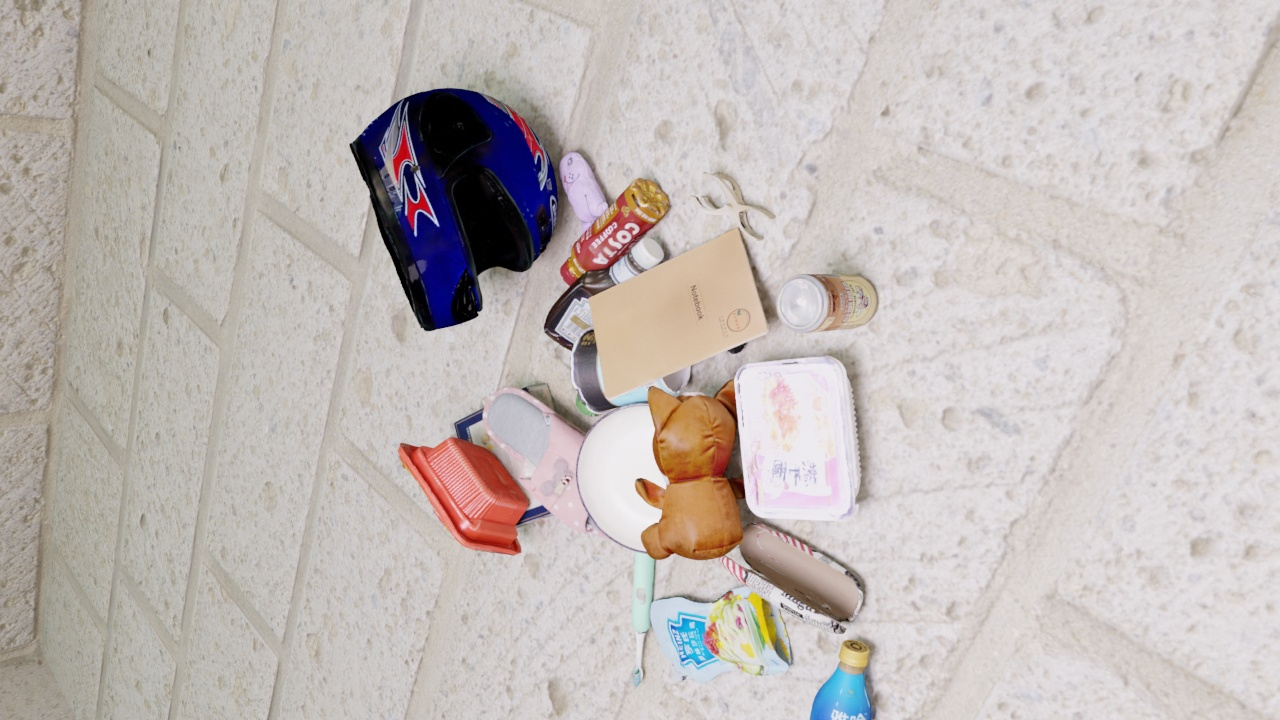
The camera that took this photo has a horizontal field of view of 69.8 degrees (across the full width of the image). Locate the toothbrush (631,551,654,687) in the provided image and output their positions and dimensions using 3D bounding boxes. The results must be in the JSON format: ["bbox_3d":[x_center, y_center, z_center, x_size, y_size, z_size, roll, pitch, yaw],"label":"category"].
[{"bbox_3d":[0.002,0.319,1.201,0.026,0.027,0.224,5,99,14],"label":"toothbrush"}]

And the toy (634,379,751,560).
[{"bbox_3d":[0.060,0.123,1.042,0.131,0.140,0.199,11,106,57],"label":"toy"}]

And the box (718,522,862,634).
[{"bbox_3d":[0.159,0.251,1.019,0.163,0.087,0.076,26,125,33],"label":"box"}]

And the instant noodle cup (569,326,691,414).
[{"bbox_3d":[-0.007,0.007,1.133,0.121,0.111,0.111,-7,90,33],"label":"instant noodle cup"}]

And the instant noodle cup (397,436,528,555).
[{"bbox_3d":[-0.232,0.175,1.258,0.079,0.164,0.189,-45,65,5],"label":"instant noodle cup"}]

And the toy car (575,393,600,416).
[{"bbox_3d":[-0.063,0.032,1.224,0.043,0.036,0.091,31,118,33],"label":"toy car"}]

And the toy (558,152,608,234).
[{"bbox_3d":[-0.077,-0.222,1.207,0.108,0.038,0.084,63,147,15],"label":"toy"}]

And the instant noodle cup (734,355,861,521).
[{"bbox_3d":[0.180,0.083,1.000,0.138,0.060,0.173,-6,92,41],"label":"instant noodle cup"}]

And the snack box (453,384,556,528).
[{"bbox_3d":[-0.181,0.147,1.330,0.183,0.045,0.178,-25,79,40],"label":"snack box"}]

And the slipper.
[{"bbox_3d":[-0.113,0.133,1.219,0.274,0.054,0.114,40,103,21],"label":"slipper"}]

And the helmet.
[{"bbox_3d":[-0.225,-0.207,1.198,0.248,0.240,0.315,92,154,-62],"label":"helmet"}]

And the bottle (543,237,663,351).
[{"bbox_3d":[-0.044,-0.084,1.169,0.195,0.080,0.043,-41,25,36],"label":"bottle"}]

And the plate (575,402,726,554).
[{"bbox_3d":[0.016,0.143,1.133,0.193,0.039,0.192,3,101,17],"label":"plate"}]

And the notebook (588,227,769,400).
[{"bbox_3d":[0.038,-0.054,1.068,0.208,0.008,0.147,-24,58,20],"label":"notebook"}]

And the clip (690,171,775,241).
[{"bbox_3d":[0.100,-0.169,1.063,0.082,0.034,0.104,-46,74,31],"label":"clip"}]

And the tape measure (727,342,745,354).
[{"bbox_3d":[0.106,-0.044,1.065,0.057,0.039,0.058,38,123,32],"label":"tape measure"}]

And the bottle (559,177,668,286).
[{"bbox_3d":[-0.038,-0.156,1.166,0.175,0.057,0.057,-41,68,36],"label":"bottle"}]

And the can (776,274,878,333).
[{"bbox_3d":[0.192,-0.059,0.937,0.059,0.116,0.058,4,97,40],"label":"can"}]

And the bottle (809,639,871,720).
[{"bbox_3d":[0.214,0.409,1.001,0.065,0.065,0.219,19,105,38],"label":"bottle"}]

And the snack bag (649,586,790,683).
[{"bbox_3d":[0.091,0.336,1.120,0.192,0.038,0.110,-24,89,41],"label":"snack bag"}]
